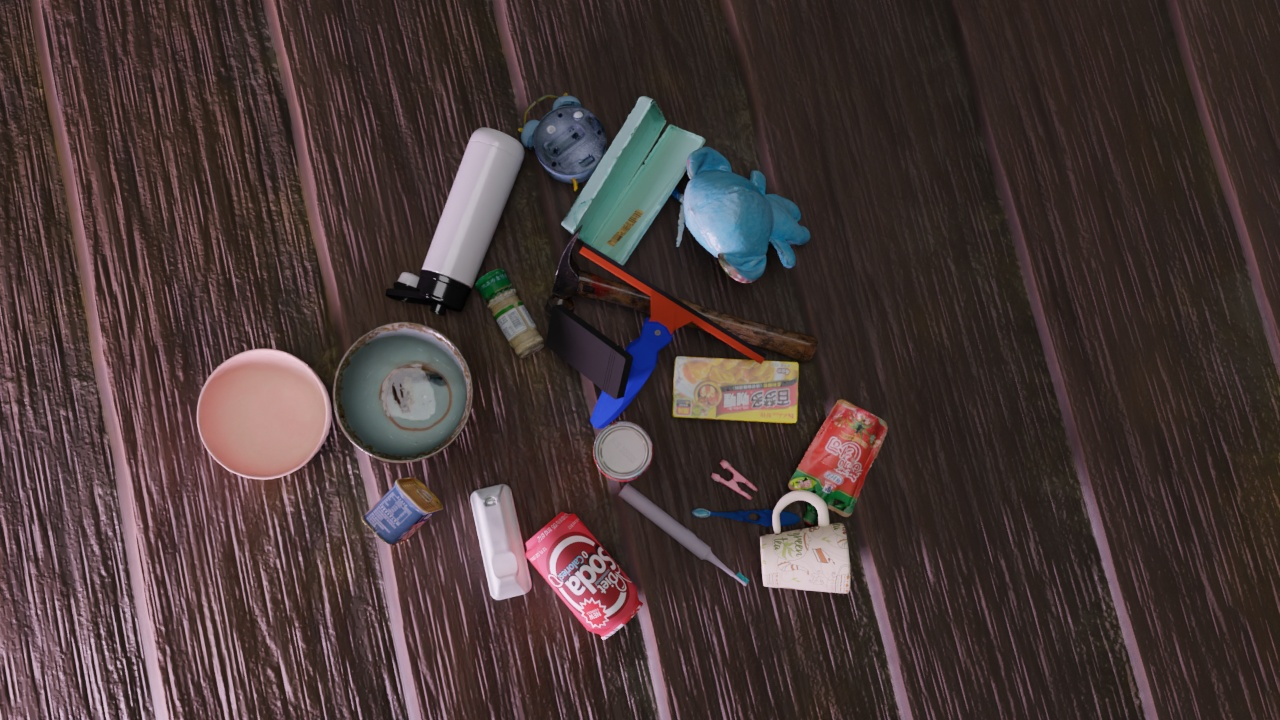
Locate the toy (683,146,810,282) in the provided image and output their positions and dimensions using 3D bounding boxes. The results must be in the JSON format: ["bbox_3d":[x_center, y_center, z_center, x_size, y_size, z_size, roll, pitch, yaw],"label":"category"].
[{"bbox_3d":[0.124,-0.167,1.104,0.180,0.115,0.183,2,61,-42],"label":"toy"}]

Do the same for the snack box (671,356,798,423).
[{"bbox_3d":[0.116,0.036,1.121,0.152,0.025,0.075,3,84,-1],"label":"snack box"}]

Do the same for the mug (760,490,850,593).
[{"bbox_3d":[0.190,0.214,1.078,0.097,0.081,0.122,-4,92,5],"label":"mug"}]

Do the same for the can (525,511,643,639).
[{"bbox_3d":[-0.067,0.249,1.069,0.074,0.074,0.142,-40,86,-5],"label":"can"}]

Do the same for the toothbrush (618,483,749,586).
[{"bbox_3d":[0.053,0.212,1.104,0.188,0.018,0.019,38,86,3],"label":"toothbrush"}]

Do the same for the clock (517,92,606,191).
[{"bbox_3d":[-0.094,-0.275,1.138,0.088,0.052,0.124,-39,85,-4],"label":"clock"}]

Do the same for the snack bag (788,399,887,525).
[{"bbox_3d":[0.237,0.129,1.113,0.087,0.044,0.155,28,90,-7],"label":"snack bag"}]

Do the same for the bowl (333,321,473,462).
[{"bbox_3d":[-0.269,0.040,1.077,0.160,0.094,0.160,0,84,-2],"label":"bowl"}]

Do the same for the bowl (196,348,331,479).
[{"bbox_3d":[-0.431,0.064,1.081,0.153,0.076,0.153,0,84,0],"label":"bowl"}]

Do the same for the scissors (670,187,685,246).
[{"bbox_3d":[0.047,-0.205,1.153,0.117,0.014,0.130,8,90,3],"label":"scissors"}]

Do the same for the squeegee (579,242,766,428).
[{"bbox_3d":[-0.007,0.006,1.086,0.249,0.055,0.185,31,110,-5],"label":"squeegee"}]

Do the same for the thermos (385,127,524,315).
[{"bbox_3d":[-0.225,-0.170,1.119,0.101,0.068,0.229,19,84,14],"label":"thermos"}]

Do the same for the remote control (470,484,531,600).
[{"bbox_3d":[-0.167,0.217,1.097,0.050,0.022,0.133,-13,84,-3],"label":"remote control"}]

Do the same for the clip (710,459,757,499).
[{"bbox_3d":[0.116,0.142,1.114,0.060,0.023,0.043,14,85,6],"label":"clip"}]

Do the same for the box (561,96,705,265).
[{"bbox_3d":[-0.002,-0.210,1.109,0.091,0.077,0.188,32,89,16],"label":"box"}]

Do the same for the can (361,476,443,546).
[{"bbox_3d":[-0.274,0.175,1.061,0.054,0.100,0.059,45,87,5],"label":"can"}]

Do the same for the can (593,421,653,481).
[{"bbox_3d":[-0.021,0.106,1.061,0.066,0.124,0.066,0,84,-2],"label":"can"}]

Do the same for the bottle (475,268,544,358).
[{"bbox_3d":[-0.157,-0.057,1.118,0.042,0.043,0.110,-31,87,-5],"label":"bottle"}]

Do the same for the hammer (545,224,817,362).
[{"bbox_3d":[0.057,-0.064,1.107,0.330,0.033,0.120,16,123,-5],"label":"hammer"}]

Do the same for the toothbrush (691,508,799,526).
[{"bbox_3d":[0.128,0.188,1.110,0.132,0.016,0.021,3,86,0],"label":"toothbrush"}]

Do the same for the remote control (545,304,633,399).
[{"bbox_3d":[-0.062,-0.012,1.071,0.133,0.013,0.058,37,127,34],"label":"remote control"}]
